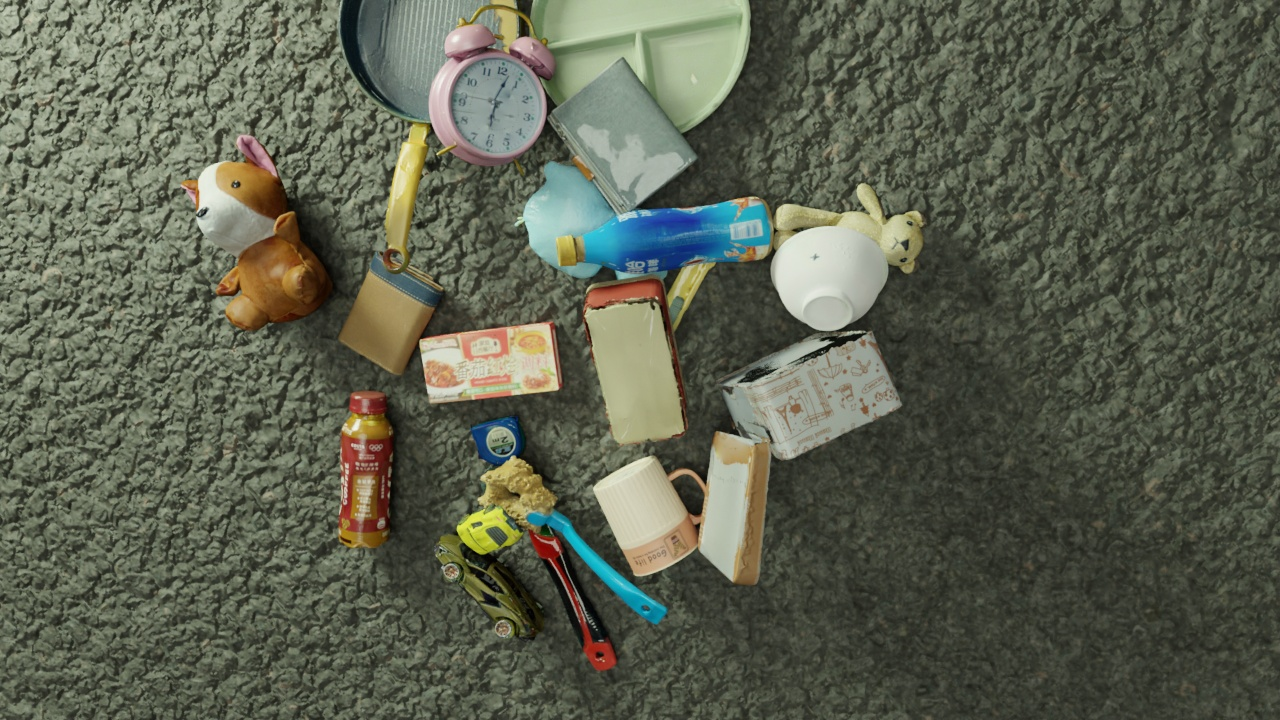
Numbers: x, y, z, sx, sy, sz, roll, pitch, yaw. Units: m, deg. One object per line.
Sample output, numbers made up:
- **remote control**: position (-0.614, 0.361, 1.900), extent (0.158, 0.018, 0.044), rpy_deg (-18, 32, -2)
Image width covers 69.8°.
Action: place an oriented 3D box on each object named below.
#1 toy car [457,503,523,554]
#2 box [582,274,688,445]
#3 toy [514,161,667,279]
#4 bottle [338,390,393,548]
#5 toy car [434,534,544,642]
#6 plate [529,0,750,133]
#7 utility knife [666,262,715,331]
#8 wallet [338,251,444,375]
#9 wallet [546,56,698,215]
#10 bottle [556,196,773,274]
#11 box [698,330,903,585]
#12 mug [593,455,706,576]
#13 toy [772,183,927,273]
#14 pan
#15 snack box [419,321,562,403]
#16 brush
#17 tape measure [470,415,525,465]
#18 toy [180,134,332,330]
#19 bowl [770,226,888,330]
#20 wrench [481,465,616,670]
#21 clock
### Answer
- **toy car**: position (-0.170, 0.191, 1.010), extent (0.048, 0.032, 0.105), rpy_deg (49, 140, -11)
- **box**: position (-0.005, 0.006, 0.955), extent (0.091, 0.076, 0.168), rpy_deg (-9, 118, 8)
- **toy**: position (-0.055, -0.135, 0.982), extent (0.156, 0.050, 0.161), rpy_deg (-8, 101, -2)
- **bottle**: position (-0.313, 0.123, 1.049), extent (0.057, 0.057, 0.175), rpy_deg (5, 99, 6)
- **toy car**: position (-0.172, 0.256, 1.044), extent (0.158, 0.070, 0.042), rpy_deg (45, 100, -1)
- **plate**: position (-0.001, -0.342, 0.955), extent (0.230, 0.027, 0.230), rpy_deg (1, 98, 7)
- **utility knife**: position (0.036, -0.052, 1.003), extent (0.031, 0.021, 0.205), rpy_deg (28, 106, 2)
- **wallet**: position (-0.281, -0.053, 1.032), extent (0.090, 0.033, 0.115), rpy_deg (30, 102, 5)
- **wallet**: position (-0.020, -0.227, 0.944), extent (0.106, 0.037, 0.129), rpy_deg (-38, 94, 1)
- **bottle**: position (0.024, -0.123, 0.938), extent (0.218, 0.065, 0.065), rpy_deg (-8, 97, -7)
- **box**: position (0.127, 0.079, 0.901), extent (0.134, 0.179, 0.270), rpy_deg (36, 86, -6)
- **mug**: position (0.020, 0.161, 1.003), extent (0.114, 0.082, 0.106), rpy_deg (-28, 93, -4)
- **toy**: position (0.212, -0.128, 0.939), extent (0.157, 0.066, 0.105), rpy_deg (6, 104, 0)
- **pan**: position (-0.232, -0.270, 0.969), extent (0.198, 0.078, 0.357), rpy_deg (9, 99, 6)
- **snack box**: position (-0.167, 0.003, 1.028), extent (0.153, 0.025, 0.075), rpy_deg (-6, 98, 8)
- **brush**: position (-0.075, 0.198, 0.999), extent (0.254, 0.045, 0.083), rpy_deg (39, 119, 11)
- **tape measure**: position (-0.159, 0.091, 1.041), extent (0.058, 0.025, 0.054), rpy_deg (-14, 98, 13)
- **toy**: position (-0.425, -0.134, 0.999), extent (0.140, 0.130, 0.199), rpy_deg (-23, 85, 16)
- **bowl**: position (0.189, -0.069, 0.922), extent (0.118, 0.064, 0.118), rpy_deg (6, 139, 5)
- **wrench**: position (-0.100, 0.238, 1.059), extent (0.056, 0.016, 0.273), rpy_deg (-29, 94, 14)
- **clock**: position (-0.146, -0.273, 0.919), extent (0.117, 0.060, 0.158), rpy_deg (8, 98, -23)
